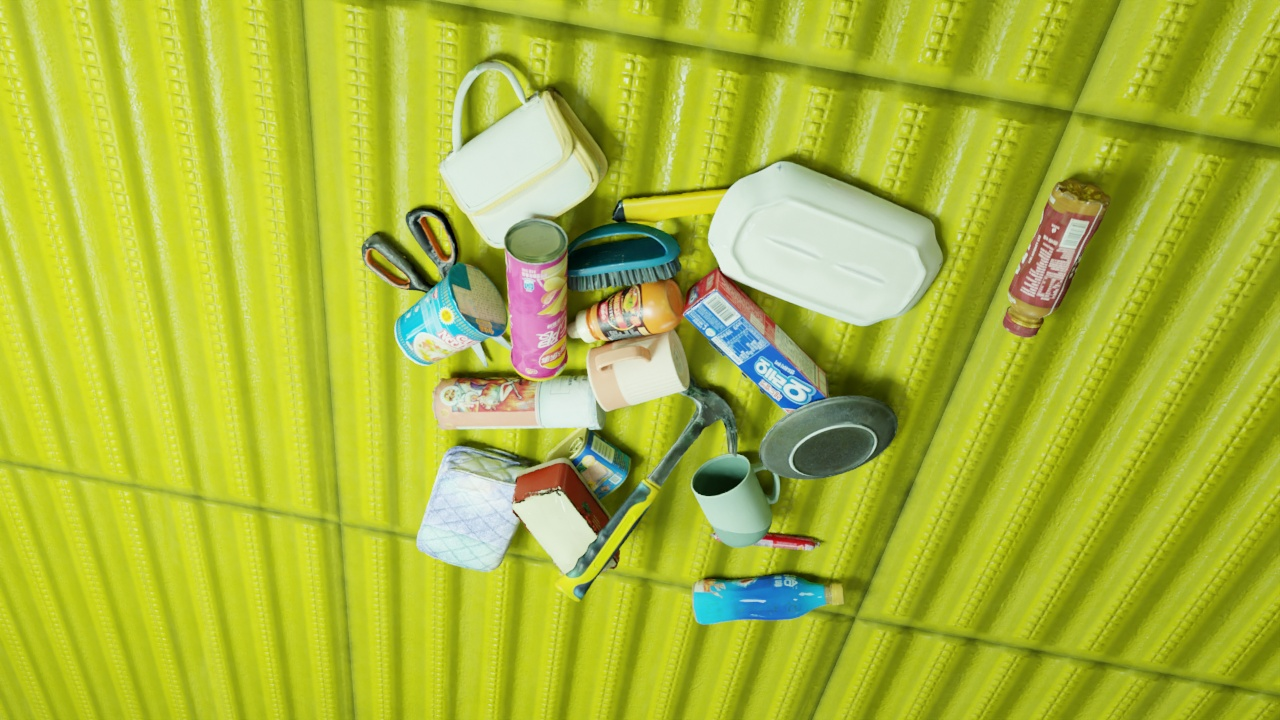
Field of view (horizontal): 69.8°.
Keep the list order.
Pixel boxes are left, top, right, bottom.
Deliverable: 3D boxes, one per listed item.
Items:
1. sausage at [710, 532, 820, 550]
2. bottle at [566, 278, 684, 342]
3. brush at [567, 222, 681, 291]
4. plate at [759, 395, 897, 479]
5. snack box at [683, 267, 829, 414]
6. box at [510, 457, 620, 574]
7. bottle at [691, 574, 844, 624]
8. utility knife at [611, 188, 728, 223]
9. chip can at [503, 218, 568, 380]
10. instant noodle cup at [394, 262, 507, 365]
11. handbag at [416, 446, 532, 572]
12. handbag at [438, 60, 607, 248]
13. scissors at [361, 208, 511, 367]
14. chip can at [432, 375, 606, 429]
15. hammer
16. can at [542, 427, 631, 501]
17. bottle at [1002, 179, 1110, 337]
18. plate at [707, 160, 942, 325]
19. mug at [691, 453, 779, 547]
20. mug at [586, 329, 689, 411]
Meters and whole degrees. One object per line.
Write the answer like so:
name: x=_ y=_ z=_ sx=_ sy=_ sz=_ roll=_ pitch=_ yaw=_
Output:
sausage: x=0.178 y=0.257 z=1.311 sx=0.156 sy=0.020 sz=0.020 roll=5 pitch=125 yaw=4
bottle: x=-0.023 y=-0.054 z=1.100 sx=0.150 sy=0.066 sz=0.067 roll=-15 pitch=121 yaw=26
brush: x=-0.026 y=-0.122 z=1.051 sx=0.144 sy=0.055 sz=0.074 roll=-6 pitch=128 yaw=12
plate: x=0.240 y=0.107 z=1.157 sx=0.179 sy=0.024 sz=0.180 roll=-7 pitch=141 yaw=-6
snack box: x=0.141 y=-0.017 z=1.100 sx=0.057 sy=0.058 sz=0.207 roll=-37 pitch=112 yaw=28
box: x=-0.099 y=0.220 z=1.222 sx=0.091 sy=0.076 sz=0.168 roll=-20 pitch=124 yaw=18
bottle: x=0.187 y=0.349 z=1.346 sx=0.219 sy=0.065 sz=0.065 roll=-6 pitch=124 yaw=12
utility knife: x=0.049 y=-0.174 z=1.030 sx=0.168 sy=0.015 sz=0.033 roll=-4 pitch=130 yaw=9
chip can: x=-0.119 y=-0.065 z=1.059 sx=0.071 sy=0.071 sz=0.211 roll=9 pitch=143 yaw=2
instant noodle cup: x=-0.231 y=-0.048 z=1.095 sx=0.110 sy=0.099 sz=0.099 roll=-29 pitch=116 yaw=26
handbag: x=-0.233 y=0.208 z=1.303 sx=0.134 sy=0.075 sz=0.194 roll=19 pitch=127 yaw=-11
handbag: x=-0.145 y=-0.227 z=0.996 sx=0.164 sy=0.063 sz=0.179 roll=-27 pitch=114 yaw=22
scissors: x=-0.235 y=-0.090 z=1.124 sx=0.227 sy=0.021 sz=0.198 roll=25 pitch=124 yaw=-9
chip can: x=-0.155 y=0.055 z=1.185 sx=0.215 sy=0.071 sz=0.071 roll=-2 pitch=124 yaw=10
hammer: x=0.007 y=0.176 z=1.181 sx=0.126 sy=0.032 sz=0.323 roll=36 pitch=92 yaw=-17
can: x=-0.075 y=0.147 z=1.247 sx=0.083 sy=0.057 sz=0.102 roll=37 pitch=122 yaw=-21
bottle: x=0.444 y=-0.106 z=0.995 sx=0.057 sy=0.057 sz=0.175 roll=11 pitch=126 yaw=0
plate: x=0.208 y=-0.118 z=1.026 sx=0.265 sy=0.034 sz=0.162 roll=20 pitch=126 yaw=-11
mug: x=0.138 y=0.185 z=1.234 sx=0.111 sy=0.082 sz=0.106 roll=-29 pitch=118 yaw=-2
mug: x=-0.007 y=0.007 z=1.112 sx=0.106 sy=0.081 sz=0.114 roll=-15 pitch=160 yaw=15
